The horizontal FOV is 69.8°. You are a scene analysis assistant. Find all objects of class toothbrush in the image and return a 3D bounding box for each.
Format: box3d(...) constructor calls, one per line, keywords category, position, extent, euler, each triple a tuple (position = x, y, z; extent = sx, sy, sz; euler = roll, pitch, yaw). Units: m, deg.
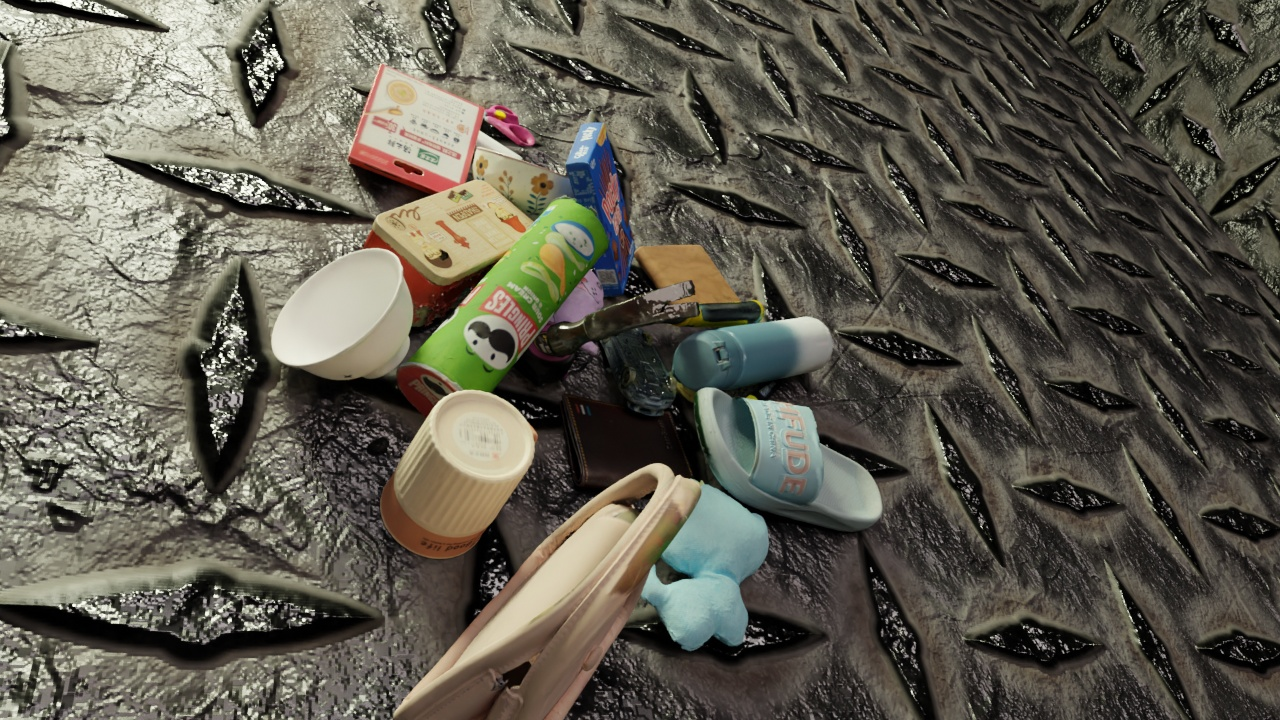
box3d(category="toothbrush", position=(-0.160, -0.226, 1.003), extent=(0.221, 0.027, 0.026), euler=(31, 0, -8))

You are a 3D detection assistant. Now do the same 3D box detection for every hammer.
box3d(category="hammer", position=(0.049, -0.043, 0.892), extent=(0.322, 0.126, 0.032), euler=(-7, 81, -61))

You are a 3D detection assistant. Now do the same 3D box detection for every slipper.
box3d(category="slipper", position=(0.151, 0.095, 0.874), extent=(0.245, 0.074, 0.103), euler=(26, 42, -29))

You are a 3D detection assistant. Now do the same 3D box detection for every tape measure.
box3d(category="tape measure", position=(-0.089, -0.006, 0.836), extent=(0.057, 0.039, 0.057), euler=(43, 46, 17))

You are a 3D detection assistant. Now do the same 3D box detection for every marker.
box3d(category="marker", position=(0.124, 0.039, 0.959), extent=(0.018, 0.015, 0.123), euler=(45, 32, 8))

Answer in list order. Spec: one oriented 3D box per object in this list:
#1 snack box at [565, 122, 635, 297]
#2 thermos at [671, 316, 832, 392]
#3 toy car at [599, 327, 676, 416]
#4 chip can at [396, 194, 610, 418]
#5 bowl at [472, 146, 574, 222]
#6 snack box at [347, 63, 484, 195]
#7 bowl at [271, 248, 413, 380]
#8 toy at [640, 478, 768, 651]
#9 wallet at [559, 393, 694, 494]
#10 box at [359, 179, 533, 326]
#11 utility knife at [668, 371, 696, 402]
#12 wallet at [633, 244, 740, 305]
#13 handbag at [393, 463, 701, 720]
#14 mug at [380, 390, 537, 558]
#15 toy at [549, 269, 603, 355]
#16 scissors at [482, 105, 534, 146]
box3d(category="snack box", position=(-0.038, -0.153, 0.939), extent=(0.026, 0.157, 0.084), euler=(-3, 40, 14))
box3d(category="thermos", position=(0.118, -0.007, 0.953), extent=(0.220, 0.070, 0.070), euler=(-9, 58, -49))
box3d(category="toy car", position=(-0.005, 0.005, 0.889), extent=(0.054, 0.037, 0.120), euler=(13, 34, -29))
box3d(category="chip can", position=(-0.111, -0.047, 0.791), extent=(0.072, 0.072, 0.235), euler=(36, 54, -2))
box3d(category="bowl", position=(-0.121, -0.170, 0.935), extent=(0.113, 0.062, 0.113), euler=(18, 6, -2))
box3d(category="snack box", position=(-0.226, -0.218, 0.920), extent=(0.113, 0.044, 0.126), euler=(20, 58, -21))
box3d(category="bowl", position=(-0.222, -0.024, 0.724), extent=(0.065, 0.118, 0.118), euler=(58, 21, -44))
box3d(category="toy", position=(0.055, 0.164, 0.771), extent=(0.161, 0.050, 0.156), euler=(7, 53, -36))
box3d(category="wallet", position=(-0.011, 0.078, 0.831), extent=(0.122, 0.020, 0.096), euler=(11, 46, -31))
box3d(category="box", position=(-0.175, -0.094, 0.837), extent=(0.091, 0.079, 0.167), euler=(41, 34, 5))
box3d(category="utility knife", position=(0.094, 0.064, 0.921), extent=(0.173, 0.019, 0.030), euler=(37, 44, 0))
box3d(category="wallet", position=(0.057, -0.089, 1.041), extent=(0.115, 0.020, 0.101), euler=(-13, 62, -46))
box3d(category="handbag", position=(-0.039, 0.150, 0.570), extent=(0.093, 0.235, 0.192), euler=(39, 40, 4))
box3d(category="mug", position=(-0.123, 0.079, 0.677), extent=(0.114, 0.106, 0.081), euler=(-23, 68, -46))
box3d(category="toy", position=(-0.070, -0.057, 0.898), extent=(0.084, 0.039, 0.107), euler=(30, 41, -13))
box3d(category="scissors", position=(-0.173, -0.269, 1.024), extent=(0.096, 0.017, 0.137), euler=(50, 28, 22))
